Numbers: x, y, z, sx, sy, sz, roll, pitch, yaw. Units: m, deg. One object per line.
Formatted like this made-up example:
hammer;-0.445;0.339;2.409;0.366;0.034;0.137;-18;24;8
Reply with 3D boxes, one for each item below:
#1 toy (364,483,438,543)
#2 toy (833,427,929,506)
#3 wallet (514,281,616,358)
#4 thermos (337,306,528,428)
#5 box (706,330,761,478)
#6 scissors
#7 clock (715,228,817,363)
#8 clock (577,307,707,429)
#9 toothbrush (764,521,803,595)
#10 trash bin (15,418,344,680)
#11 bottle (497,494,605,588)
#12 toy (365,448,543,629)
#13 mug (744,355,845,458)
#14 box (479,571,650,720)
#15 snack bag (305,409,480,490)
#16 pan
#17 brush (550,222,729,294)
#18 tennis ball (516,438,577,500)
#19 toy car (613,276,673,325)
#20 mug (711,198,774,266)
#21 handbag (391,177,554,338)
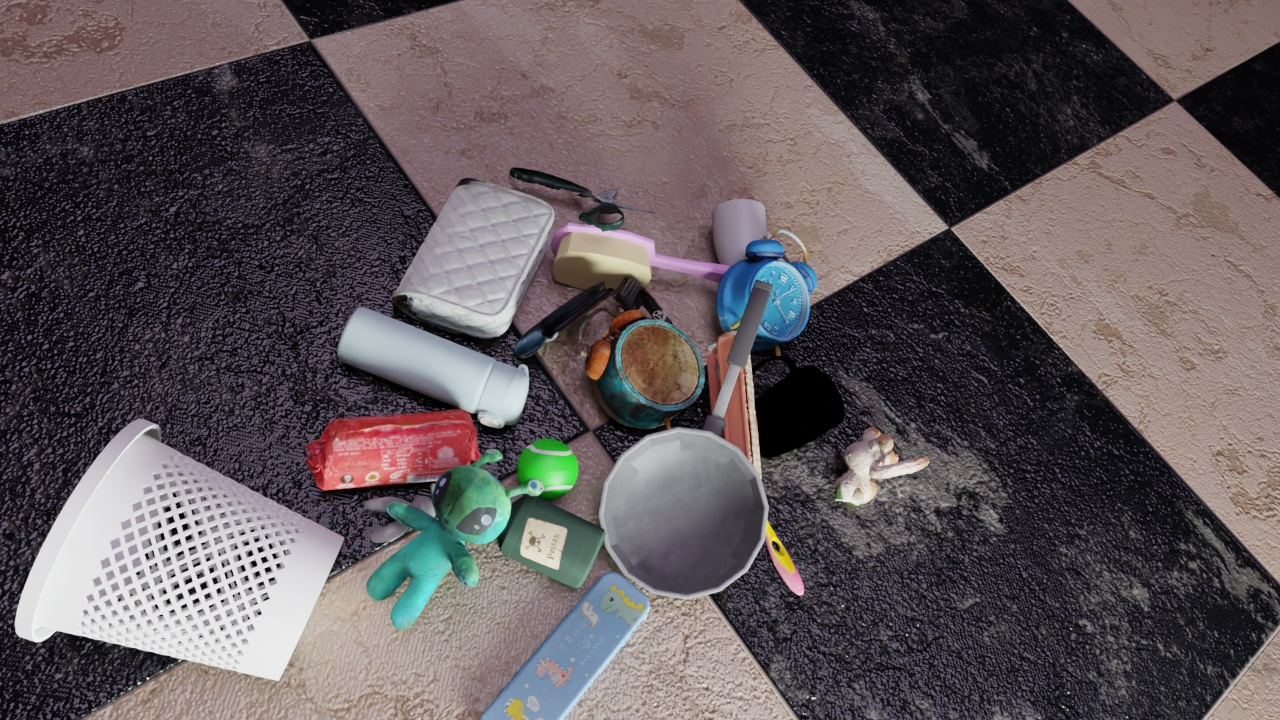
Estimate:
toy;-0.223;0.154;0.943;0.111;0.030;0.049;-10;92;-25
toy;0.271;0.132;1.076;0.106;0.085;0.074;-43;110;-11
wallet;-0.090;-0.049;1.061;0.114;0.089;0.026;-40;98;-31
thermos;-0.222;0.009;1.005;0.207;0.065;0.077;22;57;-3
box;0.101;0.062;1.054;0.048;0.085;0.187;16;64;-39
scissors;-0.082;-0.204;1.148;0.202;0.015;0.201;16;22;5
clock;0.161;-0.087;1.143;0.116;0.060;0.161;30;73;-29
clock;-0.007;0.006;1.063;0.157;0.074;0.121;41;54;-5
toothbrush;0.149;0.202;1.034;0.021;0.016;0.135;-16;69;-26
trash bin;-0.382;0.180;0.801;0.199;0.196;0.195;25;56;-13
bottle;-0.108;0.178;0.943;0.131;0.061;0.061;26;59;-1
toy;-0.186;0.170;0.899;0.131;0.072;0.193;38;84;27
mug;0.167;0.051;1.080;0.104;0.085;0.112;-29;93;-21
box;-0.071;0.297;0.902;0.066;0.037;0.208;39;57;10
snack bag;-0.250;0.090;0.941;0.176;0.082;0.082;-3;62;-19
pan;0.077;0.080;0.993;0.179;0.041;0.357;19;81;11
brush;0.003;-0.114;1.130;0.228;0.089;0.043;10;63;-13
tennis ball;-0.099;0.116;0.979;0.065;0.066;0.065;7;59;-12
toy car;0.006;-0.059;1.112;0.092;0.037;0.040;49;51;-25
mug;0.144;-0.151;1.212;0.107;0.071;0.089;15;65;-41
handbag;-0.192;-0.119;1.086;0.139;0.073;0.194;19;57;5
